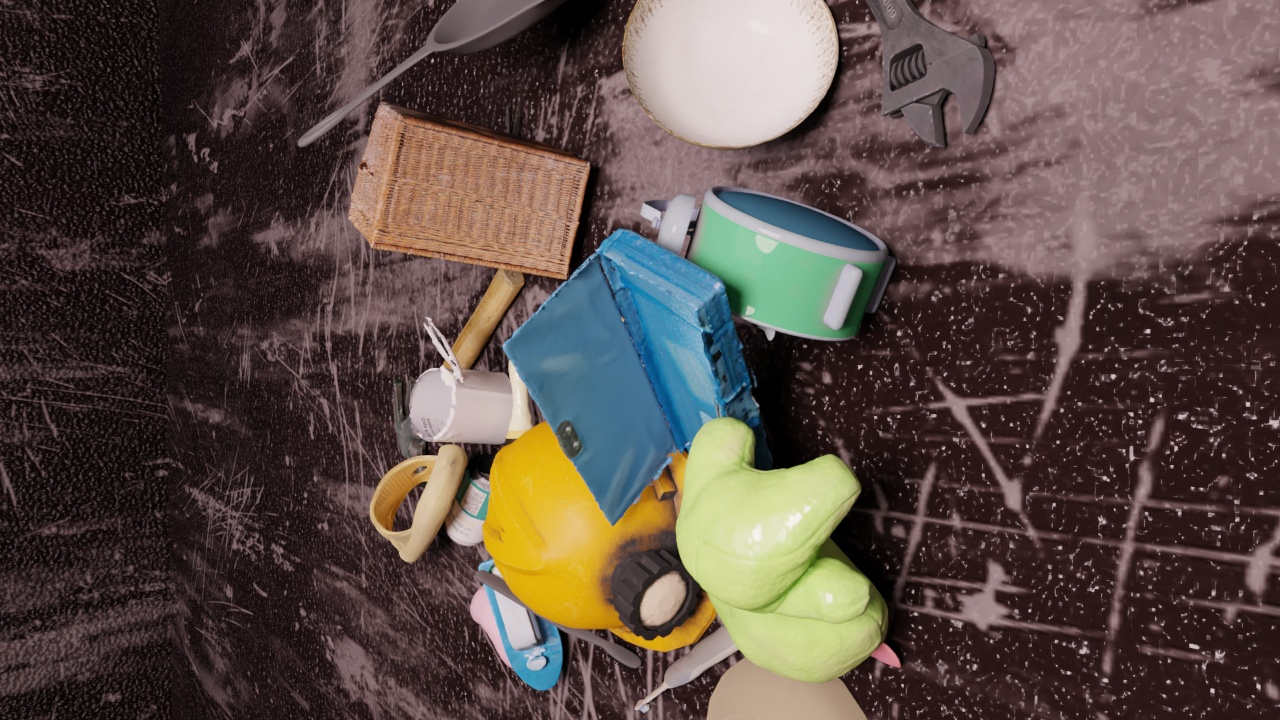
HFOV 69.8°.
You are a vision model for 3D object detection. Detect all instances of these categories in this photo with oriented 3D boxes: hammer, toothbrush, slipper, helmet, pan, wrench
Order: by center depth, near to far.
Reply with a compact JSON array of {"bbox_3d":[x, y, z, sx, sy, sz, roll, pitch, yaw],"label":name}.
[{"bbox_3d":[0.149,-0.250,0.589,0.073,0.018,0.273,-43,57,44],"label":"wrench"},{"bbox_3d":[0.039,0.250,0.742,0.186,0.024,0.022,-51,14,40],"label":"toothbrush"},{"bbox_3d":[-0.059,0.141,0.778,0.255,0.131,0.205,29,114,49],"label":"helmet"},{"bbox_3d":[-0.152,-0.288,0.807,0.354,0.024,0.216,-36,34,1],"label":"pan"},{"bbox_3d":[-0.074,0.231,0.819,0.167,0.012,0.013,29,133,6],"label":"toothbrush"},{"bbox_3d":[-0.248,0.146,1.006,0.262,0.079,0.111,-46,21,61],"label":"slipper"},{"bbox_3d":[-0.214,0.007,1.055,0.332,0.033,0.132,-50,53,39],"label":"hammer"}]

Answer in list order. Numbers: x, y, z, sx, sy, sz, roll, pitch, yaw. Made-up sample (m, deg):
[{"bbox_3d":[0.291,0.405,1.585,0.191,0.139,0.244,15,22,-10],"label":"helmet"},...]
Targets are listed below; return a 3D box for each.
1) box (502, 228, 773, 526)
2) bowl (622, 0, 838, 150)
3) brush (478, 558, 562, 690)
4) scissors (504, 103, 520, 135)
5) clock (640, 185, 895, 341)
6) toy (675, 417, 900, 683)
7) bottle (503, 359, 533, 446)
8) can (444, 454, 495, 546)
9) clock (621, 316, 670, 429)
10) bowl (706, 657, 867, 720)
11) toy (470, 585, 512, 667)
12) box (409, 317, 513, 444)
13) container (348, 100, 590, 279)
[{"bbox_3d":[0.010,0.040,0.597,0.094,0.112,0.232,33,159,34],"label":"box"},{"bbox_3d":[0.061,-0.202,0.641,0.063,0.145,0.145,84,175,-78],"label":"bowl"},{"bbox_3d":[-0.109,0.251,0.874,0.075,0.055,0.136,-110,3,-88],"label":"brush"},{"bbox_3d":[-0.147,-0.181,0.973,0.151,0.012,0.164,-34,67,46],"label":"scissors"},{"bbox_3d":[0.073,-0.068,0.593,0.162,0.121,0.075,27,113,23],"label":"clock"},{"bbox_3d":[0.083,0.132,0.568,0.150,0.107,0.197,23,141,46],"label":"toy"},{"bbox_3d":[-0.118,0.089,0.920,0.045,0.045,0.184,-4,88,52],"label":"bottle"},{"bbox_3d":[-0.172,0.150,0.984,0.055,0.054,0.102,57,132,34],"label":"can"},{"bbox_3d":[-0.004,0.004,0.738,0.125,0.088,0.052,59,140,32],"label":"clock"},{"bbox_3d":[0.095,0.284,0.647,0.153,0.050,0.152,2,93,52],"label":"bowl"},{"bbox_3d":[-0.136,0.253,0.943,0.099,0.052,0.096,40,118,38],"label":"toy"},{"bbox_3d":[-0.178,0.023,0.924,0.137,0.146,0.084,-53,56,25],"label":"box"},{"bbox_3d":[-0.155,-0.154,0.838,0.114,0.198,0.113,41,119,57],"label":"container"}]
